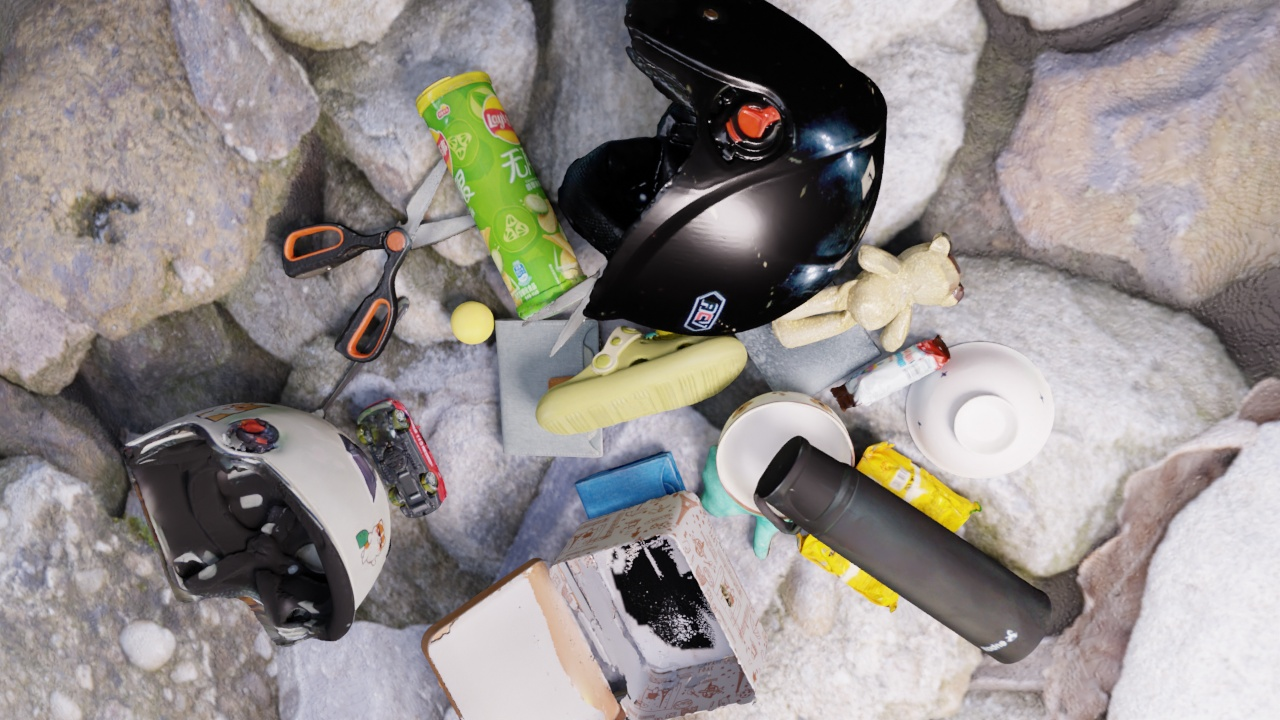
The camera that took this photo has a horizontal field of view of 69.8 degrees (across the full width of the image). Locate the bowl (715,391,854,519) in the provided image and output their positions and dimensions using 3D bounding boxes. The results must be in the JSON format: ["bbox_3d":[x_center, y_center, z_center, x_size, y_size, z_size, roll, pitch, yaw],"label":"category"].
[{"bbox_3d":[0.121,0.073,0.782,0.113,0.062,0.114,2,114,3],"label":"bowl"}]

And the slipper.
[{"bbox_3d":[-0.005,0.005,0.794,0.190,0.092,0.081,-18,72,-2],"label":"slipper"}]

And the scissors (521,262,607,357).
[{"bbox_3d":[-0.025,-0.080,0.793,0.163,0.014,0.166,-1,77,-8],"label":"scissors"}]

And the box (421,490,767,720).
[{"bbox_3d":[-0.035,0.244,0.800,0.272,0.130,0.179,-26,101,-3],"label":"box"}]

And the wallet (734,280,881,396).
[{"bbox_3d":[0.136,-0.030,0.798,0.097,0.019,0.121,-34,88,15],"label":"wallet"}]

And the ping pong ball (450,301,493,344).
[{"bbox_3d":[-0.158,-0.035,0.861,0.040,0.040,0.040,2,99,14],"label":"ping pong ball"}]

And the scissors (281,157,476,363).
[{"bbox_3d":[-0.245,-0.097,0.883,0.221,0.021,0.225,5,95,13],"label":"scissors"}]

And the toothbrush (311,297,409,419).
[{"bbox_3d":[-0.284,0.005,0.914,0.015,0.018,0.181,45,105,12],"label":"toothbrush"}]

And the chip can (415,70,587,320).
[{"bbox_3d":[-0.120,-0.143,0.817,0.073,0.072,0.221,-26,92,17],"label":"chip can"}]

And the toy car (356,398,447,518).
[{"bbox_3d":[-0.232,0.094,0.899,0.053,0.045,0.120,-23,98,15],"label":"toy car"}]

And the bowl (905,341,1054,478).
[{"bbox_3d":[0.279,0.047,0.748,0.118,0.064,0.118,3,100,15],"label":"bowl"}]

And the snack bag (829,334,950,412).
[{"bbox_3d":[0.211,0.011,0.767,0.105,0.045,0.026,-29,114,11],"label":"snack bag"}]

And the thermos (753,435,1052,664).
[{"bbox_3d":[0.205,0.154,0.742,0.242,0.068,0.090,34,140,-4],"label":"thermos"}]

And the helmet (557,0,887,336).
[{"bbox_3d":[0.059,-0.132,0.680,0.230,0.234,0.274,22,63,-5],"label":"helmet"}]

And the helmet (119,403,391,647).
[{"bbox_3d":[-0.338,0.134,0.869,0.274,0.156,0.230,7,121,23],"label":"helmet"}]

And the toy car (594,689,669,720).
[{"bbox_3d":[-0.013,0.337,0.887,0.090,0.035,0.042,-19,95,16],"label":"toy car"}]

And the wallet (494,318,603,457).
[{"bbox_3d":[-0.083,0.026,0.854,0.107,0.037,0.130,1,99,15],"label":"wallet"}]

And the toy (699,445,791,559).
[{"bbox_3d":[0.097,0.130,0.828,0.092,0.030,0.096,11,104,15],"label":"toy"}]

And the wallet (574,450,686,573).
[{"bbox_3d":[0.007,0.159,0.853,0.106,0.040,0.133,-20,95,21],"label":"wallet"}]

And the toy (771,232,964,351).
[{"bbox_3d":[0.183,-0.053,0.752,0.157,0.066,0.105,-18,120,9],"label":"toy"}]

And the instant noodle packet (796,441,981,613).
[{"bbox_3d":[0.211,0.141,0.792,0.111,0.044,0.129,33,109,1],"label":"instant noodle packet"}]
